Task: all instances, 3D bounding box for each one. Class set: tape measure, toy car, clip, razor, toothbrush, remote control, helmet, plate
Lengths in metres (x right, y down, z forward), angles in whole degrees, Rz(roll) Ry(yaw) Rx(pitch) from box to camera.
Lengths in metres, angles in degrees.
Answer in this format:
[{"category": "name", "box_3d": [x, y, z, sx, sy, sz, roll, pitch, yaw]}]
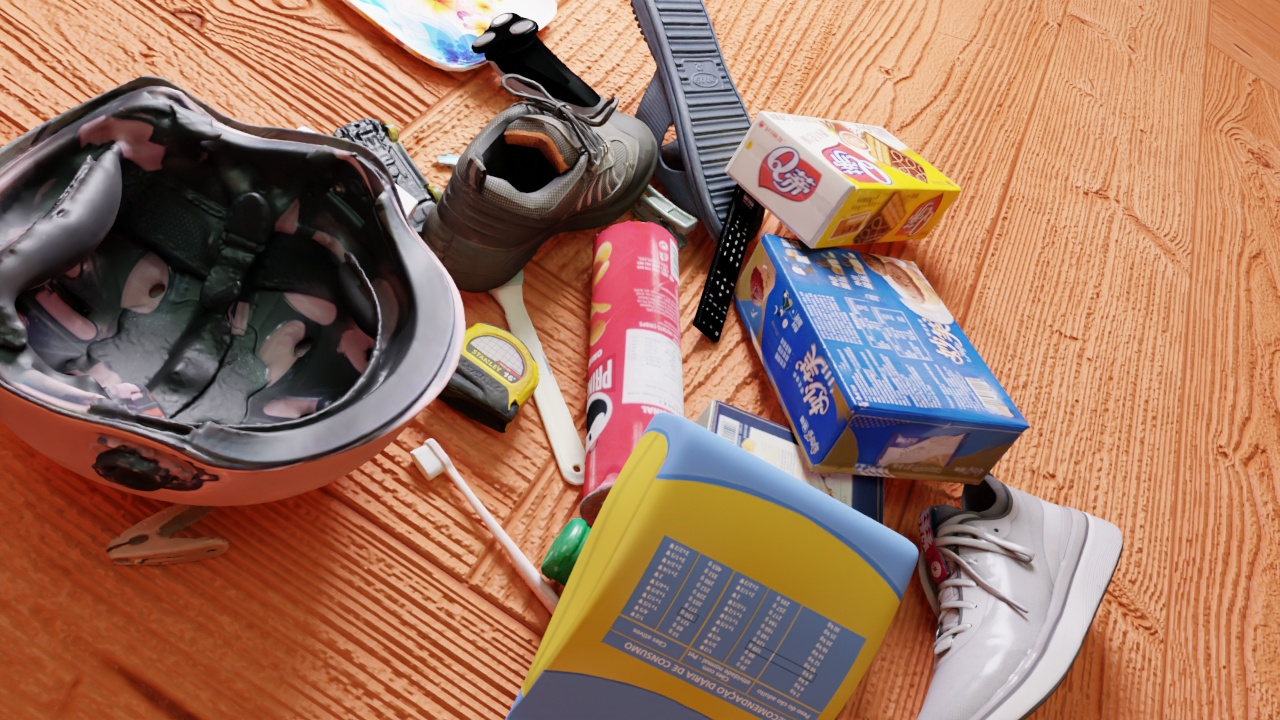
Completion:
[{"category": "tape measure", "box_3d": [-0.103, 0.010, 0.625, 0.065, 0.037, 0.064, 29, 51, -5]}, {"category": "toy car", "box_3d": [-0.189, -0.136, 0.689, 0.049, 0.030, 0.107, -34, 87, -39]}, {"category": "clip", "box_3d": [0.016, -0.131, 0.777, 0.078, 0.049, 0.023, 50, 50, 5]}, {"category": "clip", "box_3d": [-0.258, 0.091, 0.504, 0.060, 0.024, 0.039, 0, 58, -21]}, {"category": "razor", "box_3d": [-0.072, -0.240, 0.806, 0.156, 0.060, 0.057, 42, 57, -20]}, {"category": "toothbrush", "box_3d": [-0.083, 0.121, 0.573, 0.018, 0.016, 0.181, -35, 76, -31]}, {"category": "remote control", "box_3d": [0.072, -0.082, 0.760, 0.030, 0.009, 0.139, 36, 62, -37]}, {"category": "helmet", "box_3d": [-0.232, -0.017, 0.505, 0.255, 0.153, 0.229, 19, 45, -12]}, {"category": "plate", "box_3d": [-0.186, -0.341, 0.843, 0.187, 0.016, 0.186, 38, 50, 3]}]

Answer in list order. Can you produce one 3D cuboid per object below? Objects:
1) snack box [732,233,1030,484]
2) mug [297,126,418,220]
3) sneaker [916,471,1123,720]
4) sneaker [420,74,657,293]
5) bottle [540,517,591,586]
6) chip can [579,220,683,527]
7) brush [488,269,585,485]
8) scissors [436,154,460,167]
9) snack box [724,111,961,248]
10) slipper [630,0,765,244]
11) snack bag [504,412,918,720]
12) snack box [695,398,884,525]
[{"category": "snack box", "box_3d": [0.178, -0.005, 0.717, 0.155, 0.069, 0.202, 6, 40, -22]}, {"category": "mug", "box_3d": [-0.214, -0.086, 0.623, 0.087, 0.081, 0.114, 29, 81, -13]}, {"category": "sneaker", "box_3d": [0.240, 0.170, 0.652, 0.129, 0.097, 0.262, 37, 50, 17]}, {"category": "sneaker", "box_3d": [-0.062, -0.161, 0.676, 0.101, 0.143, 0.237, 39, 49, 10]}, {"category": "bottle", "box_3d": [-0.007, 0.144, 0.572, 0.111, 0.043, 0.043, 35, 50, -6]}, {"category": "chip can", "box_3d": [-0.004, 0.004, 0.655, 0.073, 0.073, 0.232, 13, 52, -18]}, {"category": "brush", "box_3d": [-0.080, -0.007, 0.667, 0.033, 0.012, 0.217, -9, 64, -31]}, {"category": "scissors", "box_3d": [-0.098, -0.156, 0.760, 0.114, 0.013, 0.140, 43, 48, 5]}, {"category": "snack box", "box_3d": [0.187, -0.159, 0.816, 0.229, 0.062, 0.110, -12, 52, -50]}, {"category": "slipper", "box_3d": [0.036, -0.220, 0.817, 0.101, 0.083, 0.263, -16, 88, -43]}, {"category": "snack bag", "box_3d": [0.033, 0.154, 0.513, 0.159, 0.102, 0.205, 29, 86, -10]}, {"category": "snack box", "box_3d": [0.098, 0.116, 0.644, 0.145, 0.043, 0.144, 22, 50, -10]}]
